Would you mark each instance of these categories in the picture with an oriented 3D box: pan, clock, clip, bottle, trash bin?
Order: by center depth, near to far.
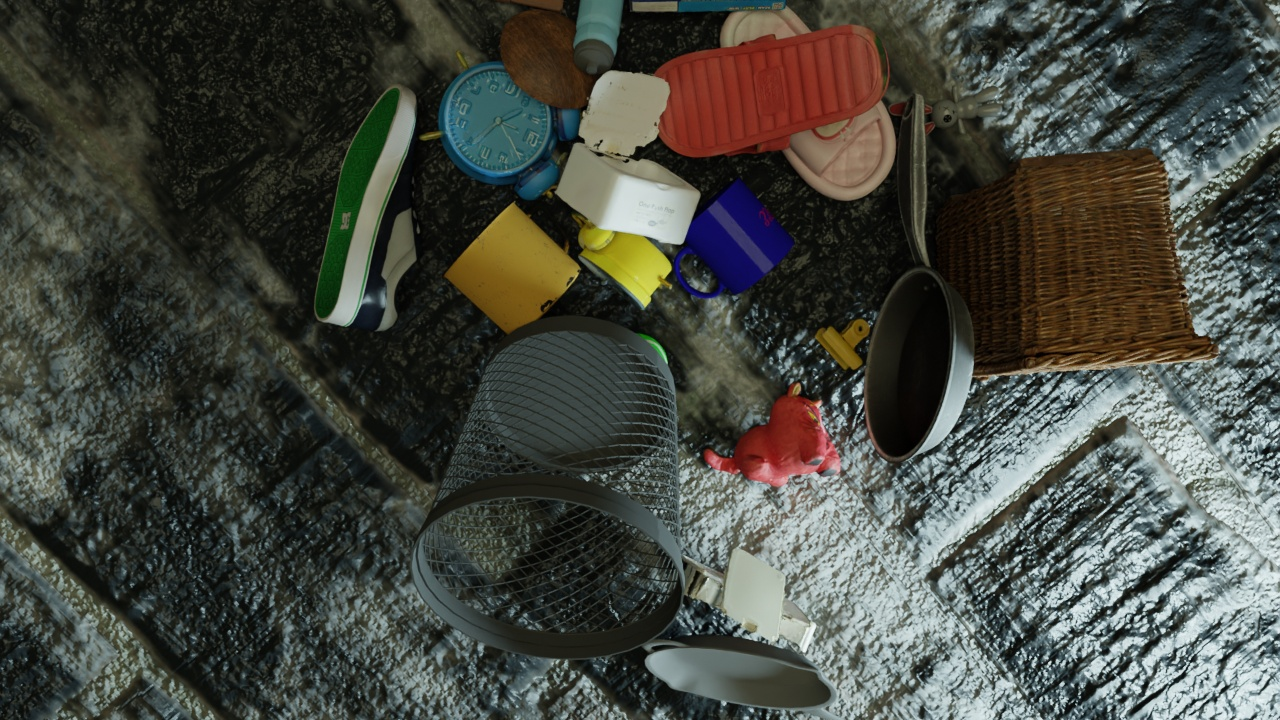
[{"bbox_3d":[-0.067,0.104,0.812,0.218,0.226,0.218,3,132,3],"label":"trash bin"},{"bbox_3d":[-0.038,-0.318,0.850,0.040,0.040,0.129,8,65,-5],"label":"bottle"},{"bbox_3d":[0.265,-0.079,0.876,0.055,0.187,0.356,8,85,-8],"label":"pan"},{"bbox_3d":[-0.119,-0.221,0.880,0.161,0.060,0.117,22,96,-9],"label":"clock"},{"bbox_3d":[-0.024,-0.101,0.892,0.118,0.083,0.057,40,89,-10],"label":"clock"},{"bbox_3d":[0.214,-0.021,0.944,0.049,0.044,0.054,-39,98,28],"label":"clip"},{"bbox_3d":[0.150,0.341,0.950,0.354,0.217,0.024,31,54,-24],"label":"pan"}]

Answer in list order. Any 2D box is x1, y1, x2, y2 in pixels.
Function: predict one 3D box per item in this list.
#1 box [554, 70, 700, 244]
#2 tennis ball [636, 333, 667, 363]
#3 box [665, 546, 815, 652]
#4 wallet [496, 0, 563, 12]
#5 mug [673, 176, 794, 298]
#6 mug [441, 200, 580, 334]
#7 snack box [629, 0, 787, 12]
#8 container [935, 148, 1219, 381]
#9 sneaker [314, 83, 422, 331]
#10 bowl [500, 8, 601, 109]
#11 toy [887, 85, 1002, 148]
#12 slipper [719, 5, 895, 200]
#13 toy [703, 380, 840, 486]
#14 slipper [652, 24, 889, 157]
[{"bbox_3d":[-0.002,-0.196,0.849,0.108,0.121,0.137,8,116,-38],"label":"box"},{"bbox_3d":[-0.005,0.005,0.916,0.065,0.065,0.065,0,98,-3],"label":"tennis ball"},{"bbox_3d":[0.119,0.228,0.899,0.143,0.186,0.070,27,83,-11],"label":"box"},{"bbox_3d":[-0.128,-0.388,0.879,0.121,0.013,0.087,10,93,-5],"label":"wallet"},{"bbox_3d":[0.081,-0.111,0.900,0.111,0.079,0.083,-41,98,14],"label":"mug"},{"bbox_3d":[-0.114,-0.093,0.885,0.094,0.101,0.123,44,65,-10],"label":"mug"},{"bbox_3d":[0.063,-0.373,0.869,0.150,0.027,0.082,-2,79,2],"label":"snack box"},{"bbox_3d":[0.370,-0.080,0.846,0.162,0.250,0.183,-4,89,-3],"label":"container"},{"bbox_3d":[-0.243,-0.143,0.885,0.079,0.084,0.235,15,89,-40],"label":"sneaker"},{"bbox_3d":[-0.078,-0.289,0.855,0.102,0.026,0.114,14,59,-23],"label":"bowl"},{"bbox_3d":[0.303,-0.246,0.915,0.112,0.030,0.049,-14,102,3],"label":"toy"},{"bbox_3d":[0.165,-0.258,0.893,0.107,0.055,0.221,-40,95,2],"label":"slipper"},{"bbox_3d":[0.132,0.080,0.946,0.133,0.088,0.094,-12,65,17],"label":"toy"},{"bbox_3d":[0.116,-0.245,0.842,0.249,0.059,0.103,2,103,38],"label":"slipper"}]
